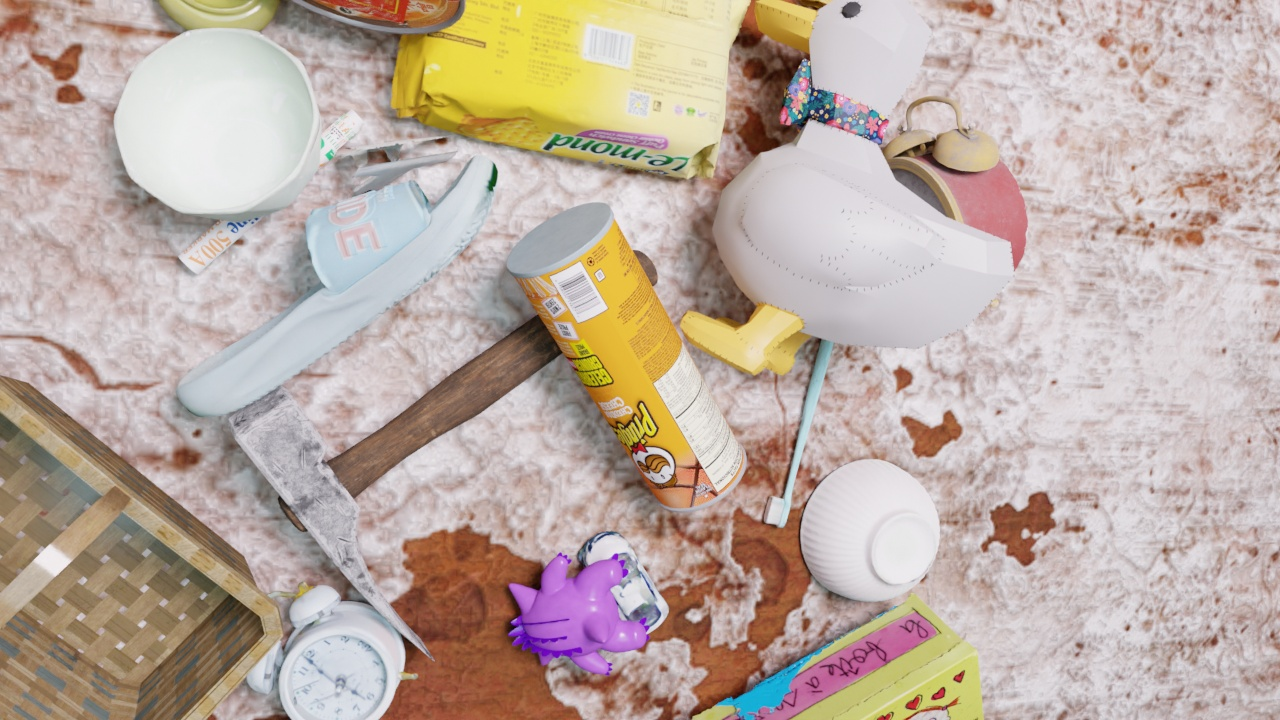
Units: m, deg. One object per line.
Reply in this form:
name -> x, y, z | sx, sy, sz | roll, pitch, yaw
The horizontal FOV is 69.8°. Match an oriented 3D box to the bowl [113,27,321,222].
bowl -> -0.247, -0.136, 0.561 | 0.117, 0.061, 0.117 | 0, 81, -1

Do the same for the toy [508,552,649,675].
toy -> -0.050, 0.189, 0.667 | 0.088, 0.055, 0.106 | -12, 107, 25

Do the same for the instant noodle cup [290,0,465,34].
instant noodle cup -> -0.151, -0.271, 0.517 | 0.123, 0.124, 0.121 | 11, 83, -18

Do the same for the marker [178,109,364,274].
marker -> -0.238, -0.111, 0.598 | 0.145, 0.017, 0.017 | -44, 107, -8

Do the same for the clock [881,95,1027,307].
clock -> 0.231, -0.119, 0.691 | 0.081, 0.117, 0.159 | -18, 108, -18

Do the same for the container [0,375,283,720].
container -> -0.338, 0.124, 0.506 | 0.157, 0.186, 0.250 | -46, 107, -8

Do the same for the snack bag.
snack bag -> -0.043, -0.220, 0.619 | 0.247, 0.068, 0.159 | 7, 96, -18

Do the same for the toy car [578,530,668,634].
toy car -> -0.011, 0.171, 0.698 | 0.038, 0.027, 0.090 | -33, 105, -9

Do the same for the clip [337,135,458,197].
clip -> -0.167, -0.123, 0.601 | 0.056, 0.101, 0.046 | -18, 98, 29

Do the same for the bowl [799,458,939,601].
bowl -> 0.195, 0.143, 0.740 | 0.118, 0.062, 0.118 | -2, 97, -17

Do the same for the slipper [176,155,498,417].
slipper -> -0.192, -0.057, 0.577 | 0.245, 0.104, 0.074 | -37, 109, -5

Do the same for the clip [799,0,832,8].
clip -> 0.144, -0.275, 0.692 | 0.049, 0.044, 0.054 | 14, 94, -43

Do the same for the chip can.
chip can -> -0.004, 0.004, 0.621 | 0.075, 0.075, 0.215 | -37, 120, -10

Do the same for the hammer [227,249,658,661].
hammer -> -0.093, 0.045, 0.644 | 0.300, 0.037, 0.218 | -37, 120, -18

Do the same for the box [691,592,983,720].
box -> 0.155, 0.293, 0.720 | 0.220, 0.082, 0.124 | -24, 124, -15

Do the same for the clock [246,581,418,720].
clock -> -0.215, 0.202, 0.623 | 0.117, 0.057, 0.083 | 38, 85, -11

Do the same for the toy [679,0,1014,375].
toy -> 0.135, -0.111, 0.626 | 0.247, 0.140, 0.268 | 35, 103, 21

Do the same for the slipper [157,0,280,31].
slipper -> -0.246, -0.290, 0.542 | 0.091, 0.081, 0.190 | 11, 96, -16

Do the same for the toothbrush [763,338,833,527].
toothbrush -> 0.131, 0.046, 0.733 | 0.016, 0.016, 0.180 | 15, 92, -10
